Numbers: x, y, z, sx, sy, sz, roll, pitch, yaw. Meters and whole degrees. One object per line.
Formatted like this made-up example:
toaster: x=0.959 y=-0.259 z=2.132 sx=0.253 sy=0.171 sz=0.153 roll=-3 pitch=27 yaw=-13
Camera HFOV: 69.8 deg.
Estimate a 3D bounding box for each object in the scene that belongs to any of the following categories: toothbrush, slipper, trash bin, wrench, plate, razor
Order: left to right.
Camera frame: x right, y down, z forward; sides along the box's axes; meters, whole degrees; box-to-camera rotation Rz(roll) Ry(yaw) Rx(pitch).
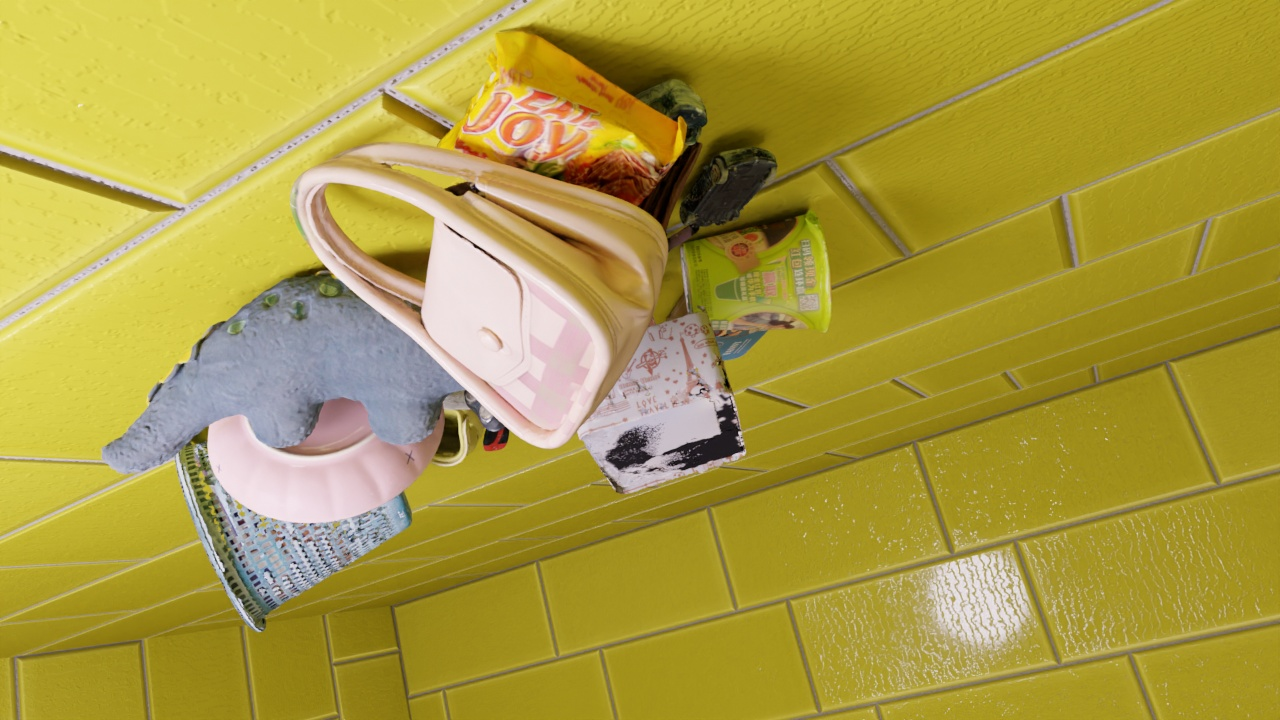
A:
trash bin: x=-0.369 y=0.152 z=1.014 sx=0.194 sy=0.226 sz=0.227 roll=-23 pitch=167 yaw=-19
plate: x=-0.262 y=0.043 z=0.764 sx=0.192 sy=0.192 sz=0.039 roll=-11 pitch=142 yaw=-14
slipper: x=-0.236 y=0.082 z=1.065 sx=0.091 sy=0.081 sz=0.191 roll=4 pitch=157 yaw=-2
wrench: x=-0.181 y=0.067 z=1.154 sx=0.056 sy=0.016 sz=0.274 roll=-10 pitch=158 yaw=-12
razor: x=-0.103 y=0.040 z=0.815 sx=0.068 sy=0.062 sz=0.167 roll=8 pitch=171 yaw=14
toothbrush: x=-0.009 y=-0.074 z=0.740 sx=0.017 sy=0.014 sz=0.188 roll=-10 pitch=-160 yaw=47

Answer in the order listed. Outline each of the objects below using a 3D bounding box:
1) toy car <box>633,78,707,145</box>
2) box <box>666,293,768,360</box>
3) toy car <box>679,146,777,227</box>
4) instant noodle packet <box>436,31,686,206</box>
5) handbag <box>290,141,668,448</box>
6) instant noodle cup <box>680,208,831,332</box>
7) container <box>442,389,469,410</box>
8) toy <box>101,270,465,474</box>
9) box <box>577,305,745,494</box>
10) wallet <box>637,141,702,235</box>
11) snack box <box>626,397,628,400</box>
toy car: x=0.000 y=-0.150 z=0.592 sx=0.091 sy=0.034 sz=0.042 roll=-19 pitch=166 yaw=37
box: x=0.087 y=-0.047 z=0.970 sx=0.089 sy=0.061 sz=0.185 roll=-10 pitch=162 yaw=-15
toy car: x=0.065 y=-0.135 z=0.705 sx=0.048 sy=0.031 sz=0.106 roll=-9 pitch=164 yaw=-23
instant noodle packet: x=-0.049 y=-0.129 z=0.549 sx=0.128 sy=0.044 sz=0.111 roll=22 pitch=144 yaw=-26
handbag: x=-0.111 y=-0.053 z=0.584 sx=0.234 sy=0.093 sz=0.194 roll=28 pitch=149 yaw=-3
instant noodle cup: x=0.100 y=-0.073 z=0.827 sx=0.123 sy=0.111 sz=0.112 roll=-7 pitch=164 yaw=1
container: x=-0.130 y=-0.018 z=0.828 sx=0.090 sy=0.090 sz=0.115 roll=1 pitch=154 yaw=-45
toy: x=-0.228 y=0.001 z=0.702 sx=0.356 sy=0.138 sz=0.091 roll=-7 pitch=173 yaw=-5
box: x=-0.006 y=0.003 z=0.817 sx=0.153 sy=0.177 sz=0.182 roll=-16 pitch=155 yaw=3
wallet: x=-0.003 y=-0.090 z=0.654 sx=0.032 sy=0.124 sz=0.101 roll=27 pitch=152 yaw=-7
snack box: x=-0.070 y=0.008 z=0.951 sx=0.093 sy=0.094 sz=0.077 roll=-27 pitch=160 yaw=36
